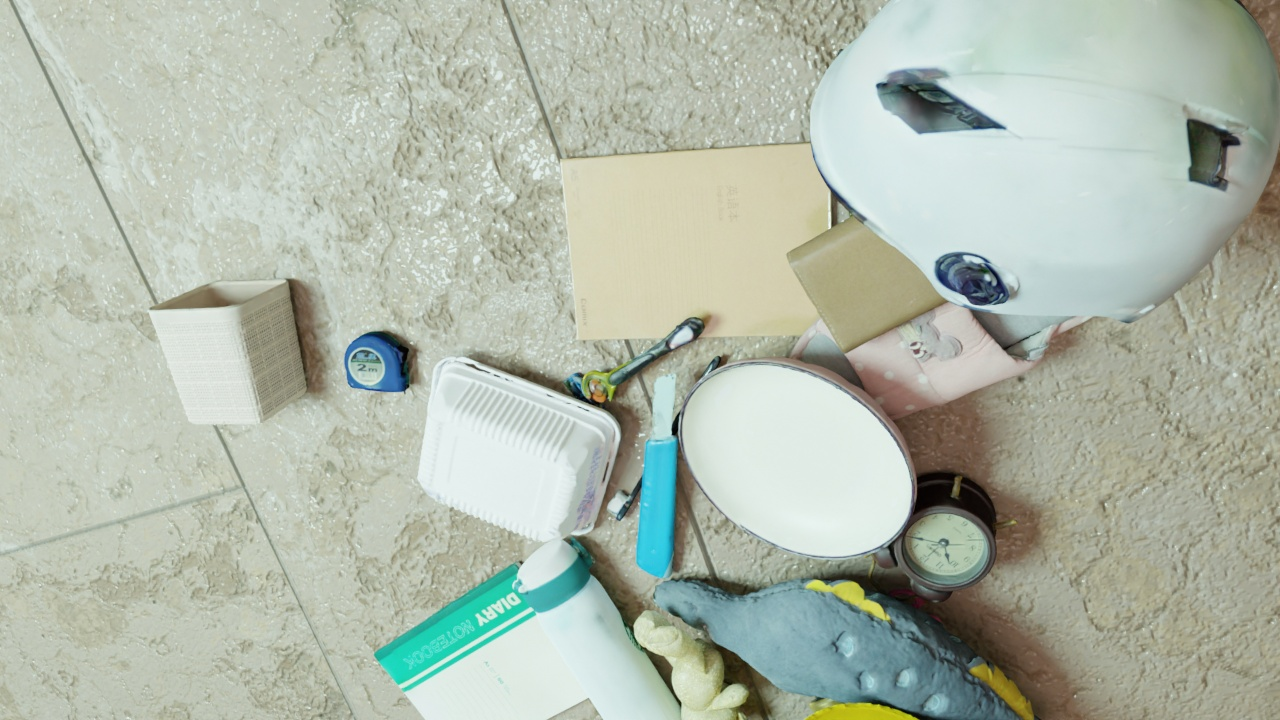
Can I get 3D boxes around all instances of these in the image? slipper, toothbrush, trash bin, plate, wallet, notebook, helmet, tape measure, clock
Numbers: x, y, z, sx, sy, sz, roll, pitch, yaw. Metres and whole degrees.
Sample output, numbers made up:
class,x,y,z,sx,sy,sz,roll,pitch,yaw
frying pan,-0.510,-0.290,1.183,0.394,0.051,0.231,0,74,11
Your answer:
class,x,y,z,sx,sy,sz,roll,pitch,yaw
slipper,0.235,-0.029,0.668,0.275,0.054,0.114,-27,104,19
toothbrush,0.019,0.067,0.780,0.018,0.015,0.181,36,114,10
trash bin,0.141,0.404,0.703,0.229,0.228,0.256,23,133,6
plate,0.123,0.072,0.719,0.192,0.038,0.193,19,132,22
wallet,0.169,-0.065,0.622,0.115,0.033,0.090,-30,111,17
notebook,0.044,-0.091,0.725,0.212,0.012,0.149,-1,107,14
helmet,0.241,-0.149,0.522,0.258,0.146,0.228,19,68,-1
tape measure,-0.235,0.002,0.819,0.058,0.025,0.054,4,107,9
clock,0.232,0.145,0.729,0.082,0.055,0.122,39,114,-1
notebook,-0.149,0.302,0.903,0.210,0.012,0.150,-35,96,22

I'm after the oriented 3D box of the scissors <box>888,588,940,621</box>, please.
class,x,y,z,sx,sy,sz,roll,pitch,yaw
scissors,0.189,0.234,0.792,0.136,0.017,0.064,-26,109,24

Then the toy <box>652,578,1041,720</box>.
class,x,y,z,sx,sy,sz,roll,pitch,yaw
toy,0.174,0.239,0.746,0.356,0.091,0.138,16,148,14

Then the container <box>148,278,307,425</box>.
class,x,y,z,sx,sy,sz,roll,pitch,yaw
container,-0.360,-0.007,0.816,0.090,0.089,0.111,-1,111,14

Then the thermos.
class,x,y,z,sx,sy,sz,roll,pitch,yaw
thermos,-0.031,0.265,0.832,0.073,0.073,0.224,-28,99,21

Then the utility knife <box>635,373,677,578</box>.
class,x,y,z,sx,sy,sz,roll,pitch,yaw
utility knife,0.017,0.100,0.776,0.034,0.018,0.203,9,118,12

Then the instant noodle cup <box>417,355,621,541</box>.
class,x,y,z,sx,sy,sz,roll,pitch,yaw
instant noodle cup,-0.115,0.086,0.788,0.173,0.060,0.138,20,120,6

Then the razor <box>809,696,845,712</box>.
class,x,y,z,sx,sy,sz,roll,pitch,yaw
razor,0.214,0.355,0.803,0.167,0.067,0.062,45,149,4

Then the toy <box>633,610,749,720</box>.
class,x,y,z,sx,sy,sz,roll,pitch,yaw
toy,0.043,0.273,0.798,0.105,0.066,0.157,12,142,45

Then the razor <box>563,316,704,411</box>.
class,x,y,z,sx,sy,sz,roll,pitch,yaw
razor,-0.004,0.004,0.753,0.143,0.022,0.042,-32,100,30

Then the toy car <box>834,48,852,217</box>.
class,x,y,z,sx,sy,sz,roll,pitch,yaw
toy car,0.158,-0.140,0.649,0.042,0.070,0.158,-9,108,15
